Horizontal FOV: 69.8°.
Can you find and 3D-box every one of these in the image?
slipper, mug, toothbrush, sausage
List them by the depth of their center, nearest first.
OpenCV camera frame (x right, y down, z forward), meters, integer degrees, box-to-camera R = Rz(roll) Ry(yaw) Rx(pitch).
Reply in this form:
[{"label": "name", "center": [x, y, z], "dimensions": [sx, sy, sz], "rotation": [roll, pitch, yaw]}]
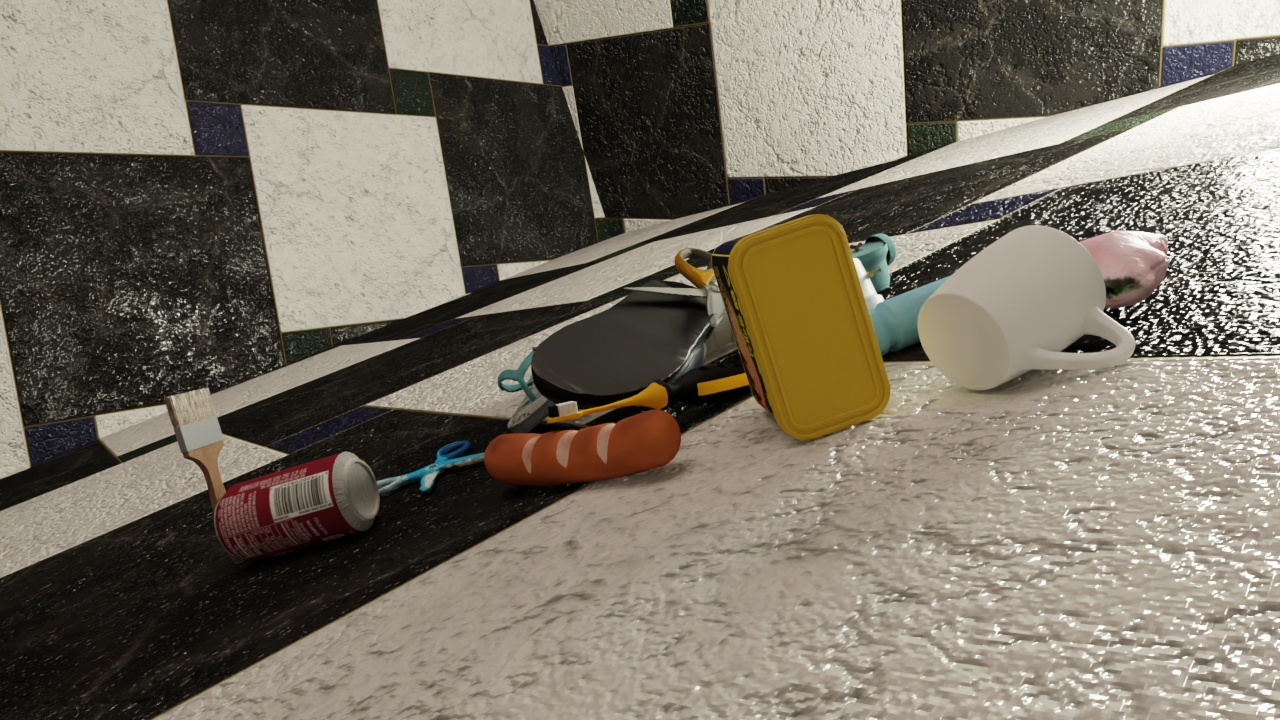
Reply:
[{"label": "mug", "center": [0.241, -0.023, 0.569], "dimensions": [0.087, 0.081, 0.114], "rotation": [-30, 46, -25]}, {"label": "sausage", "center": [-0.043, 0.065, 0.647], "dimensions": [0.165, 0.044, 0.039], "rotation": [-11, 33, 33]}, {"label": "toothbrush", "center": [0.017, 0.026, 0.703], "dimensions": [0.196, 0.031, 0.031], "rotation": [-11, 7, -31]}, {"label": "slipper", "center": [-0.005, 0.005, 0.817], "dimensions": [0.109, 0.084, 0.264], "rotation": [21, 27, 17]}, {"label": "slipper", "center": [-0.096, 0.007, 0.930], "dimensions": [0.098, 0.055, 0.268], "rotation": [-38, 8, 5]}]

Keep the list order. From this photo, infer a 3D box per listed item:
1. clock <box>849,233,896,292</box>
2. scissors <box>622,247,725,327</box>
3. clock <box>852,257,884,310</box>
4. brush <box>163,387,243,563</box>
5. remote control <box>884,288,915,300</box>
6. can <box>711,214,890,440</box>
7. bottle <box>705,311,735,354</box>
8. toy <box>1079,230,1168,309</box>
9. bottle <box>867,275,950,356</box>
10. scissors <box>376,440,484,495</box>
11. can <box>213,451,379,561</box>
[{"label": "clock", "center": [0.229, -0.101, 0.994], "dimensions": [0.090, 0.053, 0.124], "rotation": [-11, 14, 31]}, {"label": "scissors", "center": [0.092, -0.067, 0.888], "dimensions": [0.230, 0.016, 0.224], "rotation": [10, 23, -2]}, {"label": "clock", "center": [0.155, -0.041, 0.787], "dimensions": [0.083, 0.057, 0.118], "rotation": [-17, -13, -32]}, {"label": "brush", "center": [-0.342, 0.094, 0.732], "dimensions": [0.008, 0.143, 0.045], "rotation": [-14, 3, 15]}, {"label": "remote control", "center": [0.249, -0.056, 0.856], "dimensions": [0.146, 0.008, 0.045], "rotation": [-20, 11, -7]}, {"label": "can", "center": [0.103, -0.026, 0.624], "dimensions": [0.075, 0.135, 0.104], "rotation": [-19, 8, -2]}, {"label": "bottle", "center": [0.067, -0.029, 0.927], "dimensions": [0.136, 0.044, 0.044], "rotation": [-21, 11, -12]}, {"label": "toy", "center": [0.330, -0.064, 0.654], "dimensions": [0.093, 0.050, 0.103], "rotation": [-28, 11, -27]}, {"label": "bottle", "center": [0.209, -0.032, 0.722], "dimensions": [0.130, 0.040, 0.040], "rotation": [-20, 11, -10]}, {"label": "scissors", "center": [-0.187, 0.096, 0.821], "dimensions": [0.134, 0.011, 0.140], "rotation": [-17, 10, 19]}, {"label": "can", "center": [-0.268, 0.115, 0.719], "dimensions": [0.114, 0.063, 0.063], "rotation": [-17, 11, 10]}]
